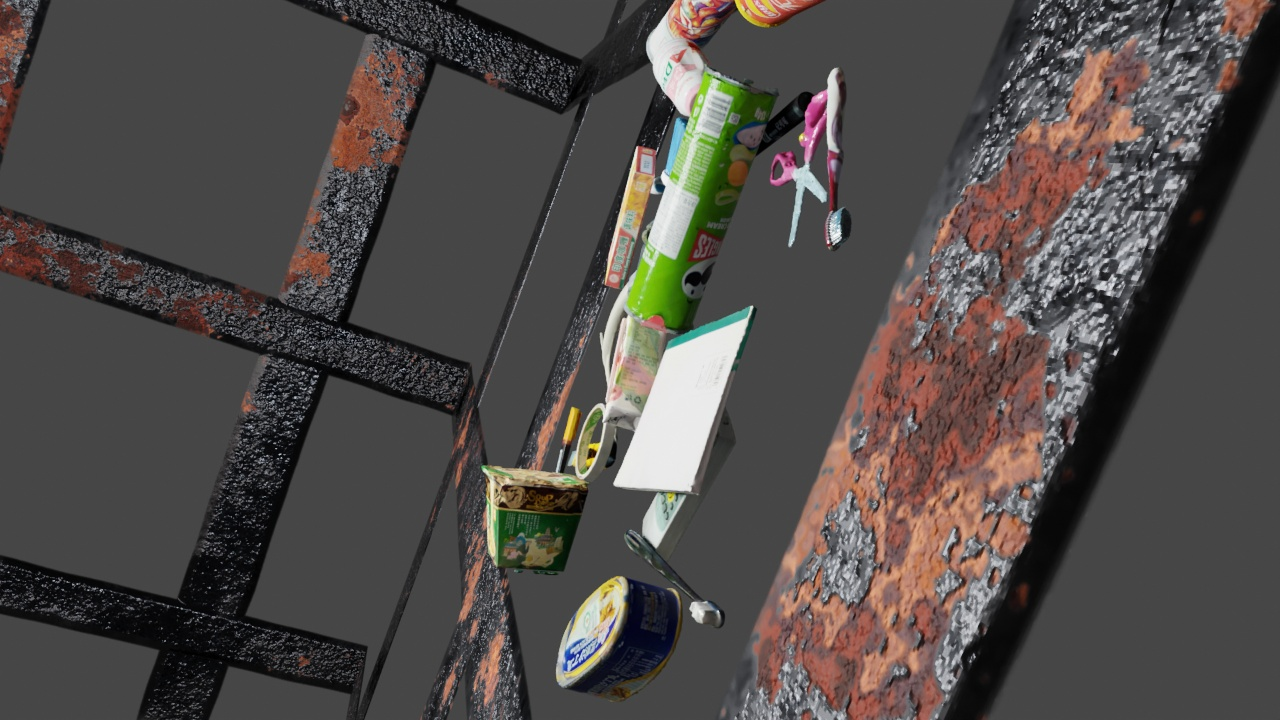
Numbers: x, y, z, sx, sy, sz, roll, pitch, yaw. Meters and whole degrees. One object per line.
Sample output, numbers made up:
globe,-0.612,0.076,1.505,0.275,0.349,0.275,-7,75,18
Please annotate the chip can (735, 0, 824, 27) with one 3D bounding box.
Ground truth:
chip can,0.148,-0.347,0.802,0.216,0.073,0.073,-143,73,-74

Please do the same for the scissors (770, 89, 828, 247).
scissors,0.128,-0.151,0.743,0.124,0.017,0.133,157,127,-68

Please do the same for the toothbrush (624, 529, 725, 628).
toothbrush,0.018,0.160,0.694,0.181,0.018,0.015,-157,78,-68

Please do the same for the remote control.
remote control,0.036,0.100,0.741,0.056,0.019,0.135,-99,32,-60

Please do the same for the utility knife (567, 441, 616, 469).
utility knife,-0.062,0.114,1.075,0.197,0.015,0.033,157,131,-70

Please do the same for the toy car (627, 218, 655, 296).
toy car,0.022,-0.102,0.988,0.054,0.036,0.120,-9,63,44

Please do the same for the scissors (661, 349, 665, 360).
scissors,0.026,0.028,0.880,0.174,0.014,0.140,143,145,-65

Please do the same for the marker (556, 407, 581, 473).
marker,-0.098,0.122,1.199,0.018,0.015,0.123,159,126,-73

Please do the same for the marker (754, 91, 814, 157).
marker,0.121,-0.208,0.827,0.022,0.020,0.132,-64,12,-14

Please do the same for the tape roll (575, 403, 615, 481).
tape roll,-0.050,0.090,1.007,0.086,0.014,0.086,-164,91,-72

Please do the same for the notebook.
notebook,0.033,0.039,0.773,0.209,0.012,0.150,158,133,-73

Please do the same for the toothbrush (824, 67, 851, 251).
toothbrush,0.147,-0.156,0.678,0.017,0.016,0.187,-39,34,49

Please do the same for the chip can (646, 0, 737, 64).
chip can,0.077,-0.449,1.180,0.215,0.071,0.071,153,134,-68

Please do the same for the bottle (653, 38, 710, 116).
bottle,0.060,-0.336,1.114,0.196,0.068,0.068,-103,35,-57

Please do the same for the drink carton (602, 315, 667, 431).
drink carton,-0.006,0.005,0.933,0.054,0.045,0.122,121,163,-64

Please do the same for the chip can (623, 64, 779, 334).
chip can,0.052,-0.142,0.839,0.072,0.072,0.236,-103,29,-63

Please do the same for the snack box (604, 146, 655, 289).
snack box,-0.012,-0.171,1.110,0.076,0.027,0.156,-86,10,-55

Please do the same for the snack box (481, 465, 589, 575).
snack box,-0.129,0.184,1.064,0.118,0.118,0.105,-177,96,-74

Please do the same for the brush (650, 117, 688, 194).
brush,0.043,-0.227,1.068,0.314,0.060,0.109,-106,35,-70

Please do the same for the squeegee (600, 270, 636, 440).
squeegee,-0.005,-0.073,1.063,0.246,0.039,0.247,-102,35,-62

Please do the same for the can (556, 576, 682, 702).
can,-0.020,0.222,0.730,0.149,0.049,0.074,127,156,-48
